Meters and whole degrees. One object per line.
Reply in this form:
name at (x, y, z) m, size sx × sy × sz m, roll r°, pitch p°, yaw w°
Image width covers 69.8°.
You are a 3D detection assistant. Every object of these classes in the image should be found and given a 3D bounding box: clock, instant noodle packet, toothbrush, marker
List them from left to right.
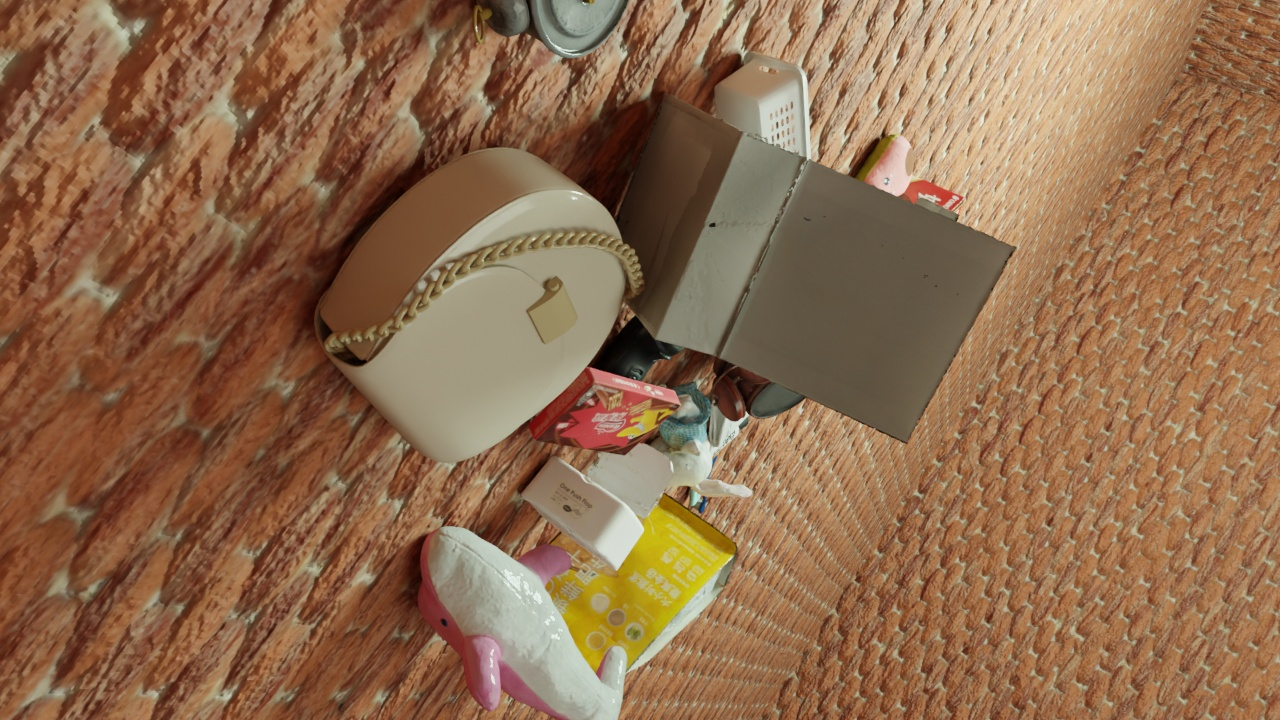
clock at (-0.054, -0.237, 0.565) m, size 0.147 × 0.056 × 0.104 m, roll -46°, pitch 151°, yaw -28°
instant noodle packet at (-0.023, 0.247, 1.023) m, size 0.220 × 0.163 × 0.084 m, roll -34°, pitch 146°, yaw -40°
toothbrush at (0.095, 0.166, 1.309) m, size 0.021 × 0.017 × 0.135 m, roll -34°, pitch 143°, yaw -47°
marker at (0.112, 0.101, 1.246) m, size 0.125 × 0.025 × 0.025 m, roll -32°, pitch 144°, yaw -51°
clock at (0.141, 0.012, 1.057) m, size 0.157 × 0.072 × 0.121 m, roll -5°, pitch 142°, yaw -38°

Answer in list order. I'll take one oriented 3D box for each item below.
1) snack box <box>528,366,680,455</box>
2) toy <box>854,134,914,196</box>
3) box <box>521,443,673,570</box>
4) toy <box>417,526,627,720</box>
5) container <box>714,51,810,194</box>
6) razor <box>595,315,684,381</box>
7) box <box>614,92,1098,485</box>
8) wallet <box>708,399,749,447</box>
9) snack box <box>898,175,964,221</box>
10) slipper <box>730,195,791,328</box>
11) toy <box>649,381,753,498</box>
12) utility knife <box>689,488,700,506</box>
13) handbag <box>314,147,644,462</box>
snack box at (-0.033, 0.052, 0.888) m, size 0.089 × 0.021 × 0.132 m, roll -44°, pitch 146°, yaw 23°
toy at (0.321, -0.243, 1.212) m, size 0.109 × 0.051 × 0.090 m, roll -44°, pitch 142°, yaw -18°
box at (-0.029, 0.130, 0.948) m, size 0.136 × 0.109 × 0.124 m, roll -51°, pitch 154°, yaw -12°
toy at (-0.125, 0.263, 0.862) m, size 0.128 × 0.265 × 0.186 m, roll -28°, pitch -163°, yaw 36°
container at (0.110, -0.207, 0.842) m, size 0.049 × 0.081 × 0.129 m, roll -29°, pitch 131°, yaw -21°
razor at (-0.005, 0.005, 0.903) m, size 0.053 × 0.063 × 0.141 m, roll 26°, pitch 106°, yaw -42°
box at (0.122, -0.066, 0.697) m, size 0.149 × 0.369 × 0.167 m, roll -12°, pitch 129°, yaw -60°
wallet at (0.124, 0.055, 1.212) m, size 0.116 × 0.032 × 0.086 m, roll -39°, pitch 143°, yaw -49°
snack box at (0.327, -0.168, 1.236) m, size 0.235 × 0.113 × 0.060 m, roll -39°, pitch 149°, yaw -33°
slipper at (0.141, -0.099, 1.051) m, size 0.114 × 0.054 × 0.275 m, roll -47°, pitch 162°, yaw -30°
toy at (0.049, 0.103, 1.077) m, size 0.105 × 0.131 × 0.205 m, roll -36°, pitch 143°, yaw -9°
utility knife at (0.077, 0.152, 1.265) m, size 0.022 × 0.015 × 0.129 m, roll -41°, pitch 146°, yaw -38°
handbag at (-0.111, -0.041, 0.651) m, size 0.208 × 0.103 × 0.211 m, roll -42°, pitch 151°, yaw -13°
